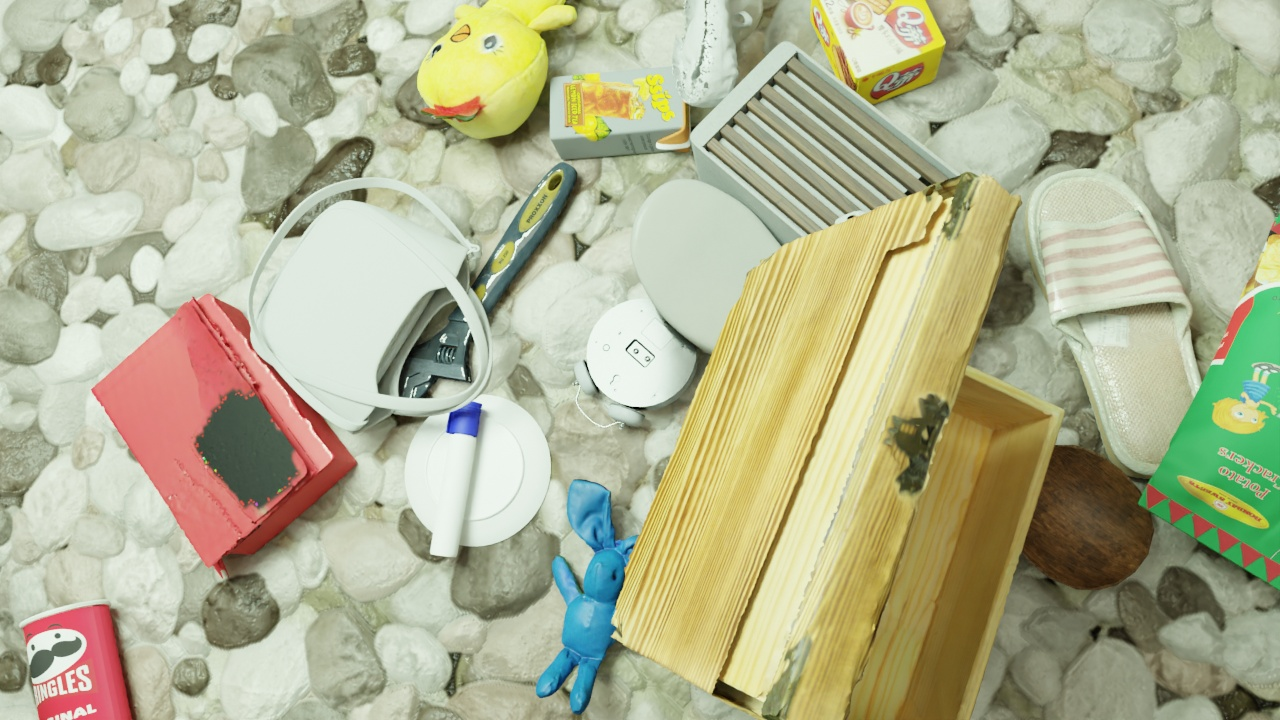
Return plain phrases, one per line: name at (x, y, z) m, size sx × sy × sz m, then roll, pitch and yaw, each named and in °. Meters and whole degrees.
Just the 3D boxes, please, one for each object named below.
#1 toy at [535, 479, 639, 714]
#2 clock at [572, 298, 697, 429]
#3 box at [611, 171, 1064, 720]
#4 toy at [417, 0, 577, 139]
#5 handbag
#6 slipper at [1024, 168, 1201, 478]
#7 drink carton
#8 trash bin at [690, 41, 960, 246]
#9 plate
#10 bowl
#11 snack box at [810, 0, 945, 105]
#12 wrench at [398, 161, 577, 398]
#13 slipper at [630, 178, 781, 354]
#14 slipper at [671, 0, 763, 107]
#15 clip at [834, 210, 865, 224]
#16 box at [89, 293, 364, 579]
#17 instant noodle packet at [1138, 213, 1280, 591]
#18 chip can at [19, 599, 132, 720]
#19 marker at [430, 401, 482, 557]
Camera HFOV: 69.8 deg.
toy at (-0.029, 0.195, 0.744) m, size 0.113 × 0.071 × 0.176 m, roll 15°, pitch 70°, yaw 9°
clock at (-0.005, 0.005, 0.797) m, size 0.094 × 0.035 × 0.122 m, roll 42°, pitch 88°, yaw 15°
box at (0.132, 0.083, 0.555) m, size 0.286 × 0.335 × 0.278 m, roll 24°, pitch 78°, yaw -1°
toy at (-0.131, -0.287, 0.854) m, size 0.134 × 0.092 × 0.207 m, roll 10°, pitch 70°, yaw 31°
handbag at (-0.217, -0.042, 0.801) m, size 0.223 × 0.095 × 0.215 m, roll 29°, pitch 86°, yaw 20°
slipper at (0.384, -0.036, 0.736) m, size 0.115 × 0.052 × 0.262 m, roll -13°, pitch 77°, yaw 4°
drink carton at (-0.017, -0.226, 0.841) m, size 0.125 × 0.048 × 0.076 m, roll -3°, pitch 77°, yaw 8°
trash bin at (0.164, -0.129, 0.758) m, size 0.229 × 0.114 × 0.114 m, roll 44°, pitch 87°, yaw 15°
plate at (-0.146, 0.096, 0.811) m, size 0.134 × 0.011 × 0.134 m, roll -2°, pitch 78°, yaw 8°
bowl at (0.339, 0.123, 0.722) m, size 0.102 × 0.026 × 0.114 m, roll -43°, pitch 76°, yaw -2°
snack box at (0.208, -0.292, 0.814) m, size 0.083 × 0.061 × 0.105 m, roll -21°, pitch 76°, yaw 4°
wrench at (-0.140, -0.066, 0.840) m, size 0.073 × 0.022 × 0.273 m, roll 31°, pitch 85°, yaw 20°
slipper at (0.101, -0.041, 0.777) m, size 0.266 × 0.080 × 0.113 m, roll 38°, pitch 92°, yaw -3°
slipper at (0.071, -0.314, 0.805) m, size 0.074 × 0.112 × 0.246 m, roll 7°, pitch 56°, yaw 1°
clip at (0.165, -0.081, 0.674) m, size 0.102 × 0.052 × 0.058 m, roll -19°, pitch 104°, yaw 4°
box at (-0.376, 0.074, 0.867) m, size 0.165 × 0.153 × 0.213 m, roll -42°, pitch 74°, yaw 0°
instant noodle packet at (0.500, 0.046, 0.673) m, size 0.195 × 0.090 × 0.252 m, roll 31°, pitch 80°, yaw -1°
chip can at (-0.470, 0.323, 0.783) m, size 0.069 × 0.069 × 0.220 m, roll -21°, pitch 76°, yaw 4°
marker at (-0.161, 0.101, 0.793) m, size 0.027 × 0.023 × 0.133 m, roll 1°, pitch 77°, yaw 31°
